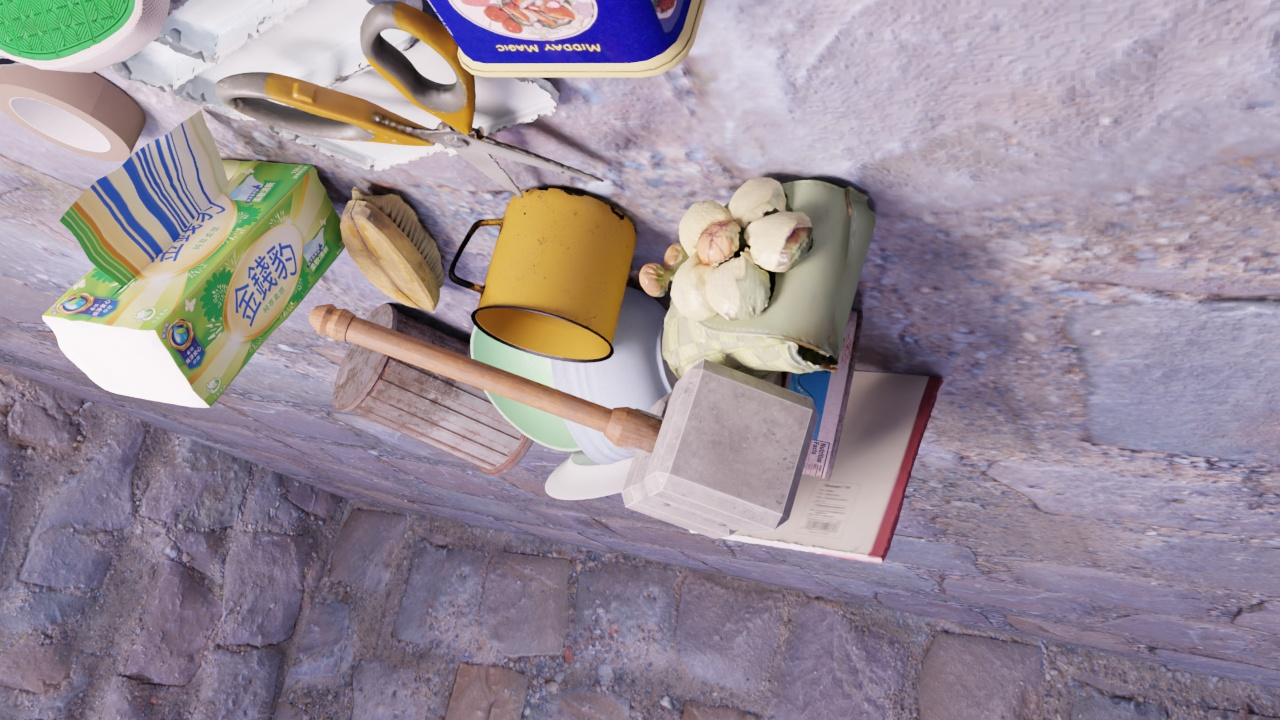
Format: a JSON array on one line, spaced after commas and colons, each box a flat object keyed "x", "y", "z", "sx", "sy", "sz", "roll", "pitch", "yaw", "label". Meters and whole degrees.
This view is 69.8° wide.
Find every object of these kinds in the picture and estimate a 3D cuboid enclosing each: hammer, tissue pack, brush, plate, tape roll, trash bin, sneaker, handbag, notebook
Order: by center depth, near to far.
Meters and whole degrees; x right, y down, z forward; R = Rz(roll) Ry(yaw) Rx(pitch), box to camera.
[{"x": -0.310, "y": -0.194, "z": 0.482, "sx": 0.236, "sy": 0.084, "sz": 0.078, "roll": 7, "pitch": -160, "yaw": 29, "label": "sneaker"}, {"x": 0.058, "y": -0.044, "z": 0.578, "sx": 0.117, "sy": 0.113, "sz": 0.187, "roll": 23, "pitch": 162, "yaw": -24, "label": "handbag"}, {"x": -0.063, "y": 0.025, "z": 0.602, "sx": 0.317, "sy": 0.082, "sz": 0.163, "roll": 20, "pitch": 165, "yaw": -4, "label": "hammer"}, {"x": -0.320, "y": -0.085, "z": 0.649, "sx": 0.120, "sy": 0.197, "sz": 0.141, "roll": 3, "pitch": 136, "yaw": 15, "label": "tissue pack"}, {"x": -0.413, "y": -0.183, "z": 0.665, "sx": 0.094, "sy": 0.030, "sz": 0.094, "roll": 13, "pitch": 162, "yaw": 4, "label": "tape roll"}, {"x": 0.147, "y": 0.074, "z": 0.744, "sx": 0.153, "sy": 0.208, "sz": 0.012, "roll": 4, "pitch": 129, "yaw": 30, "label": "notebook"}, {"x": -0.202, "y": -0.088, "z": 0.761, "sx": 0.059, "sy": 0.043, "sz": 0.195, "roll": 14, "pitch": 163, "yaw": 6, "label": "brush"}, {"x": 0.000, "y": 0.074, "z": 0.831, "sx": 0.188, "sy": 0.016, "sz": 0.188, "roll": -20, "pitch": -169, "yaw": 4, "label": "plate"}, {"x": -0.212, "y": 0.038, "z": 1.014, "sx": 0.211, "sy": 0.130, "sz": 0.131, "roll": 28, "pitch": 158, "yaw": -32, "label": "trash bin"}]

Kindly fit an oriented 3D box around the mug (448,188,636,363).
[{"x": -0.069, "y": -0.063, "z": 0.645, "sx": 0.123, "sy": 0.094, "sz": 0.101, "roll": 18, "pitch": 163, "yaw": -16, "label": "mug"}]

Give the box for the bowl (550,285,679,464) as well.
[{"x": -0.004, "y": 0.004, "z": 0.741, "sx": 0.075, "sy": 0.150, "sz": 0.150, "roll": -11, "pitch": 153, "yaw": 23, "label": "bowl"}]

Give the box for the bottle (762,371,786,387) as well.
[{"x": 0.088, "y": 0.010, "z": 0.727, "sx": 0.059, "sy": 0.059, "sz": 0.167, "roll": 14, "pitch": -178, "yaw": 2, "label": "bottle"}]

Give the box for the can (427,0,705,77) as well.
[{"x": -0.042, "y": -0.168, "z": 0.372, "sx": 0.116, "sy": 0.056, "sz": 0.092, "roll": 7, "pitch": 160, "yaw": 22, "label": "can"}]

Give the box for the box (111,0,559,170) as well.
[{"x": -0.173, "y": -0.162, "z": 0.518, "sx": 0.188, "sy": 0.037, "sz": 0.209, "roll": 12, "pitch": 169, "yaw": -44, "label": "box"}]

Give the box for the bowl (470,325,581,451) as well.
[{"x": -0.075, "y": 0.002, "z": 0.840, "sx": 0.151, "sy": 0.076, "sz": 0.151, "roll": 22, "pitch": 134, "yaw": 25, "label": "bowl"}]

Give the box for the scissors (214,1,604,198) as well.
[{"x": -0.112, "y": -0.135, "z": 0.507, "sx": 0.225, "sy": 0.016, "sz": 0.217, "roll": 10, "pitch": 168, "yaw": -24, "label": "scissors"}]

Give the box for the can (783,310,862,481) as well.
[{"x": 0.132, "y": 0.023, "z": 0.688, "sx": 0.044, "sy": 0.129, "sz": 0.130, "roll": 11, "pitch": 162, "yaw": 11, "label": "can"}]
